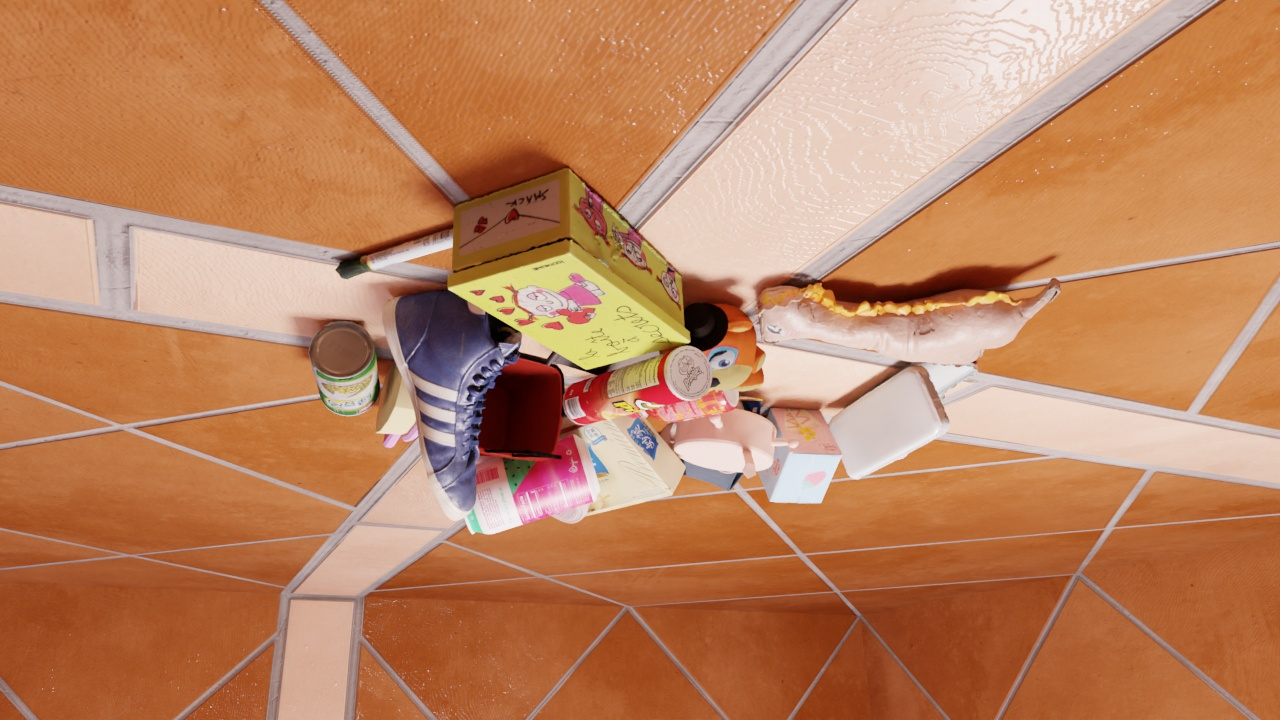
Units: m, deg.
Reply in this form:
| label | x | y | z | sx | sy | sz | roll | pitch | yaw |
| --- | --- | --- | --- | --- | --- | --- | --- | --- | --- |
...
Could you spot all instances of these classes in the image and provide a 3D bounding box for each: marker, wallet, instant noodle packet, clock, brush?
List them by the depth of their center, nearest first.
| label | x | y | z | sx | sy | sz | roll | pitch | yaw |
| --- | --- | --- | --- | --- | --- | --- | --- | --- | --- |
| marker | -0.209 | -0.096 | 0.815 | 0.147 | 0.017 | 0.017 | -12 | 156 | 24 |
| wallet | -0.032 | -0.014 | 1.001 | 0.115 | 0.018 | 0.092 | 15 | 135 | -30 |
| brush | -0.288 | 0.058 | 1.092 | 0.043 | 0.089 | 0.229 | 14 | 153 | -23 |
| clock | 0.108 | 0.115 | 1.203 | 0.131 | 0.086 | 0.161 | 19 | 164 | -21 |
| instant noodle packet | 0.121 | 0.073 | 1.239 | 0.087 | 0.026 | 0.134 | 0 | 158 | 8 |

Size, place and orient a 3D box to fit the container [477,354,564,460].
| label | x | y | z | sx | sy | sz | roll | pitch | yaw |
| --- | --- | --- | --- | --- | --- | --- | --- | --- | --- |
| container | -0.154 | 0.054 | 1.040 | 0.148 | 0.127 | 0.201 | 14 | 163 | -34 |

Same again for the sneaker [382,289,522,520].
| label | x | y | z | sx | sy | sz | roll | pitch | yaw |
| --- | --- | --- | --- | --- | --- | --- | --- | --- | --- |
| sneaker | -0.161 | 0.036 | 0.914 | 0.118 | 0.233 | 0.091 | -14 | -173 | 10 |

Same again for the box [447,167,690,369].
| label | x | y | z | sx | sy | sz | roll | pitch | yaw |
| --- | --- | --- | --- | --- | --- | --- | --- | --- | --- |
| box | -0.055 | -0.069 | 0.811 | 0.125 | 0.082 | 0.221 | -12 | 154 | 23 |

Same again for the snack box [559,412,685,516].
| label | x | y | z | sx | sy | sz | roll | pitch | yaw |
| --- | --- | --- | --- | --- | --- | --- | --- | --- | --- |
| snack box | -0.066 | 0.130 | 1.233 | 0.208 | 0.055 | 0.153 | -21 | 117 | 39 |

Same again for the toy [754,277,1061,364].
| label | x | y | z | sx | sy | sz | roll | pitch | yaw |
| --- | --- | --- | --- | --- | --- | --- | --- | --- | --- |
| toy | 0.253 | -0.051 | 0.916 | 0.264 | 0.065 | 0.197 | 12 | 147 | -16 |

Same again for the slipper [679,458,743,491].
| label | x | y | z | sx | sy | sz | roll | pitch | yaw |
| --- | --- | --- | --- | --- | --- | --- | --- | --- | --- |
| slipper | 0.145 | 0.146 | 1.348 | 0.263 | 0.082 | 0.101 | -3 | 156 | 3 |

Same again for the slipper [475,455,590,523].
| label | x | y | z | sx | sy | sz | roll | pitch | yaw |
| --- | --- | --- | --- | --- | --- | --- | --- | --- | --- |
| slipper | -0.179 | 0.154 | 1.228 | 0.239 | 0.064 | 0.094 | 36 | 138 | -7 |

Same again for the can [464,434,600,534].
| label | x | y | z | sx | sy | sz | roll | pitch | yaw |
| --- | --- | --- | --- | --- | --- | --- | --- | --- | --- |
| can | -0.139 | 0.155 | 1.138 | 0.166 | 0.088 | 0.088 | -17 | 159 | -6 |

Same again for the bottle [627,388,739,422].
| label | x | y | z | sx | sy | sz | roll | pitch | yaw |
| --- | --- | --- | --- | --- | --- | --- | --- | --- | --- |
| bottle | 0.046 | 0.044 | 1.118 | 0.138 | 0.062 | 0.062 | -12 | 156 | 26 |

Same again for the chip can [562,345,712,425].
| label | x | y | z | sx | sy | sz | roll | pitch | yaw |
| --- | --- | --- | --- | --- | --- | --- | --- | --- | --- |
| chip can | -0.010 | 0.030 | 0.948 | 0.051 | 0.051 | 0.215 | 12 | 164 | -30 |

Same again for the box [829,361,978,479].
| label | x | y | z | sx | sy | sz | roll | pitch | yaw |
| --- | --- | --- | --- | --- | --- | --- | --- | --- | --- |
| box | 0.334 | 0.080 | 1.168 | 0.130 | 0.105 | 0.212 | 1 | 158 | -15 |

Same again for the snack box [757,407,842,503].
| label | x | y | z | sx | sy | sz | roll | pitch | yaw |
| --- | --- | --- | --- | --- | --- | --- | --- | --- | --- |
| snack box | 0.212 | 0.130 | 1.251 | 0.079 | 0.094 | 0.093 | 4 | 125 | -14 |

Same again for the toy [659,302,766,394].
| label | x | y | z | sx | sy | sz | roll | pitch | yaw |
| --- | --- | --- | --- | --- | --- | --- | --- | --- | --- |
| toy | 0.071 | -0.012 | 0.957 | 0.112 | 0.096 | 0.176 | -8 | 146 | 13 |

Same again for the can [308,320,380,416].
| label | x | y | z | sx | sy | sz | roll | pitch | yaw |
| --- | --- | --- | --- | --- | --- | --- | --- | --- | --- |
| can | -0.321 | 0.011 | 1.003 | 0.067 | 0.067 | 0.121 | 3 | 157 | -12 |
